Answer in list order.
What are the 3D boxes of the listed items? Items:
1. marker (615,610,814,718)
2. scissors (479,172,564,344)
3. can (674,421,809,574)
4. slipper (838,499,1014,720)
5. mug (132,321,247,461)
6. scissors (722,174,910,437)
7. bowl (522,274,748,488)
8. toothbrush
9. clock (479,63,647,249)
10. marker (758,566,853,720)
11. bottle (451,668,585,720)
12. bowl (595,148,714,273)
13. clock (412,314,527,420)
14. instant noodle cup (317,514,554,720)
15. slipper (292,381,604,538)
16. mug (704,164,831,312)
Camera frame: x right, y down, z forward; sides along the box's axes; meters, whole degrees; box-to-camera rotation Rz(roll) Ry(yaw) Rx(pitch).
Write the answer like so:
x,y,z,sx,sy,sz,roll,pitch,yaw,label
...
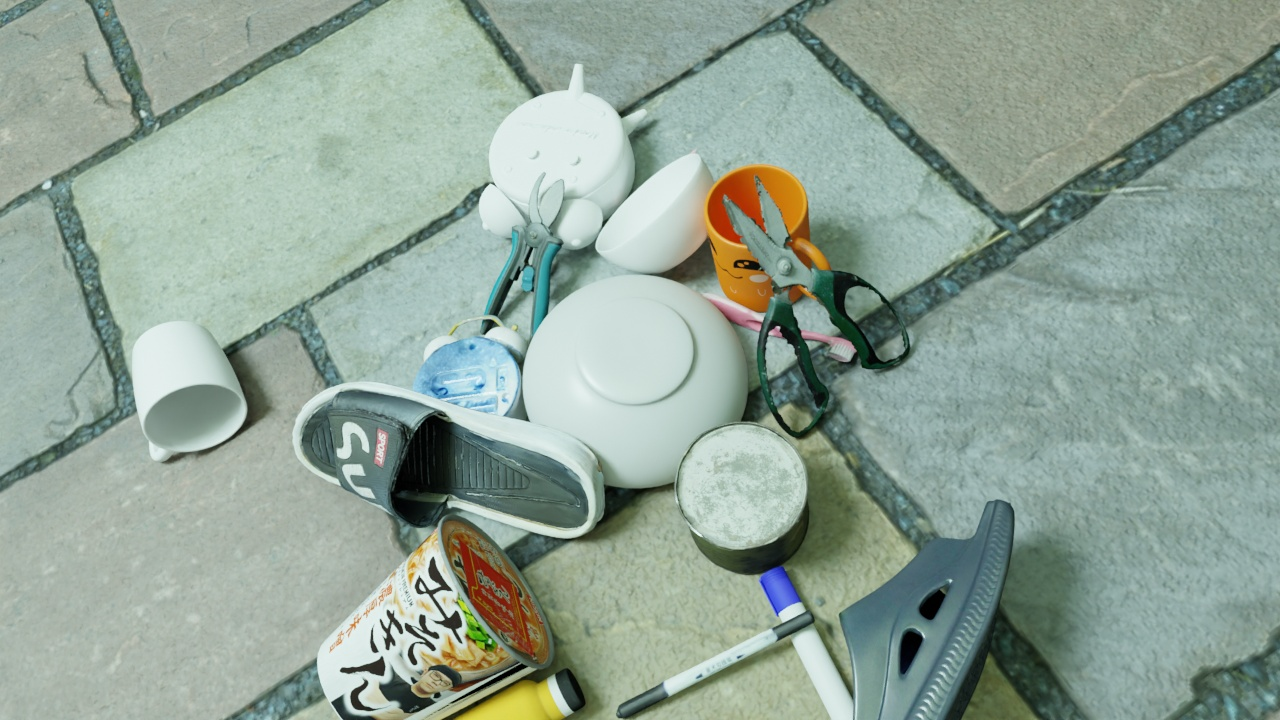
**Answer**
x,y,z,sx,sy,sz,roll,pitch,yaw,label
0.049,0.207,0.621,0.152,0.011,0.011,-29,61,7,marker
-0.095,-0.075,0.773,0.126,0.019,0.154,-25,81,21,scissors
0.073,0.098,0.646,0.090,0.075,0.089,-5,64,9,can
0.152,0.199,0.555,0.083,0.111,0.267,19,63,29,slipper
-0.401,0.032,0.794,0.114,0.080,0.087,-51,53,21,mug
0.101,-0.031,0.662,0.137,0.209,0.015,-47,24,0,scissors
-0.004,0.004,0.697,0.176,0.066,0.176,0,65,1,bowl
0.107,-0.027,0.732,0.135,0.022,0.016,21,60,19,toothbrush
-0.072,-0.180,0.818,0.125,0.073,0.160,13,67,18,clock
0.120,0.206,0.613,0.020,0.020,0.141,-26,61,-1,marker
-0.106,0.257,0.624,0.143,0.043,0.043,-29,61,-3,bottle
0.021,-0.113,0.759,0.115,0.050,0.114,-38,22,18,bowl
-0.135,0.016,0.747,0.089,0.052,0.125,-8,62,9,clock
-0.145,0.192,0.631,0.122,0.123,0.123,-37,62,3,instant noodle cup
-0.156,0.083,0.685,0.264,0.111,0.062,10,33,13,slipper
0.107,-0.085,0.717,0.112,0.096,0.077,37,77,26,mug
